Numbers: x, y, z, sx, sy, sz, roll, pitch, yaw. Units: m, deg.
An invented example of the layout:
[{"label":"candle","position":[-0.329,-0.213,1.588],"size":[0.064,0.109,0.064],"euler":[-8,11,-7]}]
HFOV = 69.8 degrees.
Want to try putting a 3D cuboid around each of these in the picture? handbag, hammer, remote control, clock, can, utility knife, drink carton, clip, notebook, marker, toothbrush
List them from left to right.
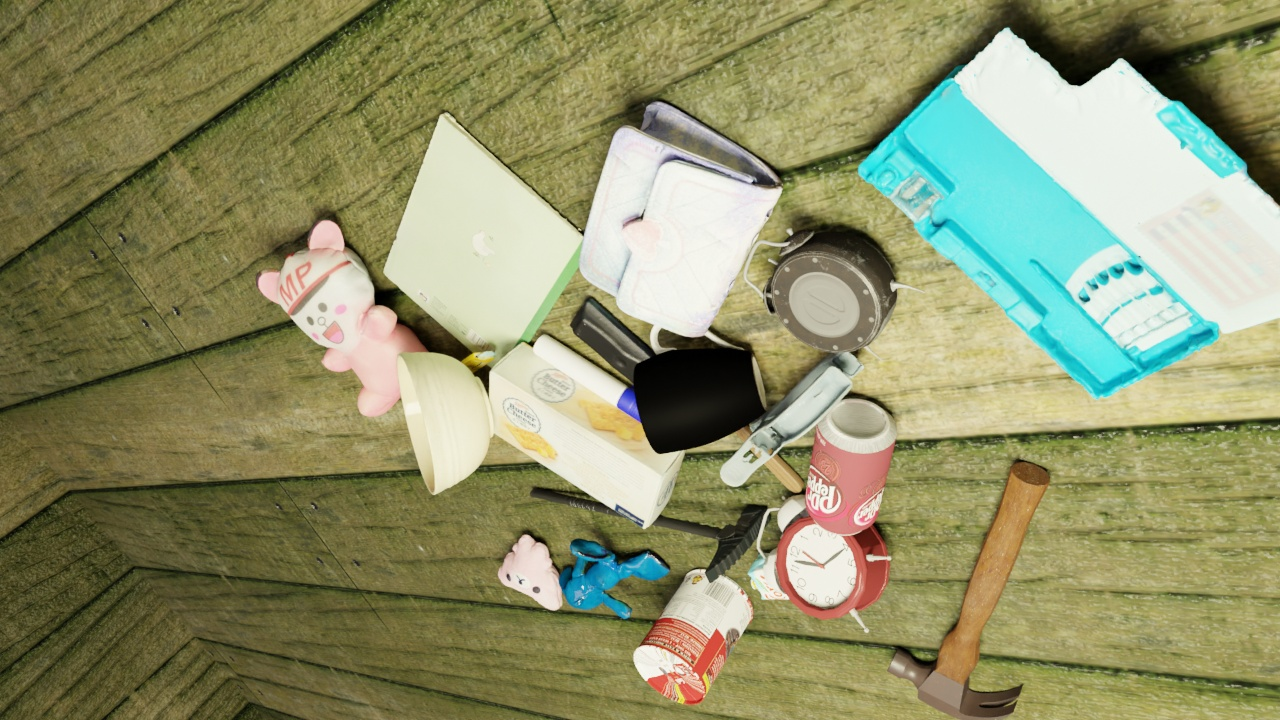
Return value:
[{"label":"utility knife","position":[-0.200,0.012,1.019],"size":[0.163,0.030,0.017],"euler":[-31,68,51]},{"label":"notebook","position":[-0.163,-0.100,0.915],"size":[0.182,0.010,0.253],"euler":[42,140,2]},{"label":"marker","position":[-0.046,0.016,0.910],"size":[0.133,0.027,0.023],"euler":[32,138,16]},{"label":"hammer","position":[-0.016,0.169,0.986],"size":[0.326,0.094,0.015],"euler":[3,127,44]},{"label":"remote control","position":[-0.005,0.005,0.869],"size":[0.150,0.022,0.047],"euler":[41,139,2]},{"label":"handbag","position":[0.026,-0.104,0.721],"size":[0.126,0.069,0.159],"euler":[33,136,9]},{"label":"can","position":[0.059,0.297,0.993],"size":[0.087,0.116,0.087],"euler":[21,135,23]},{"label":"toothbrush","position":[0.090,0.062,0.848],"size":[0.167,0.016,0.016],"euler":[45,140,-4]},{"label":"clip","position":[0.133,0.037,0.773],"size":[0.028,0.107,0.164],"euler":[43,135,2]},{"label":"drink carton","position":[0.166,0.212,0.895],"size":[0.129,0.038,0.044],"euler":[-11,117,42]},{"label":"clock","position":[0.163,0.180,0.833],"size":[0.138,0.048,0.096],"euler":[22,103,40]},{"label":"clock","position":[0.141,-0.055,0.687],"size":[0.123,0.043,0.091],"euler":[32,138,13]},{"label":"can","position":[0.174,0.090,0.768],"size":[0.063,0.063,0.114],"euler":[21,134,24]},{"label":"hammer","position":[0.297,0.211,0.799],"size":[0.115,0.033,0.324],"euler":[22,134,25]}]

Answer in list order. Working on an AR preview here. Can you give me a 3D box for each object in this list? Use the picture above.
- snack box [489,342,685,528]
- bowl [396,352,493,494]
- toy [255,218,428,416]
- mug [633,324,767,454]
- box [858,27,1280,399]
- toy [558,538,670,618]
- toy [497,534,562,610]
[{"label":"snack box","position":[-0.058,0.076,0.941],"size":[0.208,0.057,0.104],"euler":[30,142,14]},{"label":"bowl","position":[-0.198,0.057,0.954],"size":[0.151,0.075,0.150],"euler":[165,90,-70]},{"label":"toy","position":[-0.326,-0.044,1.034],"size":[0.142,0.084,0.213],"euler":[-30,107,36]},{"label":"mug","position":[0.051,0.014,0.794],"size":[0.100,0.085,0.118],"euler":[-14,76,13]},{"label":"box","position":[0.266,-0.092,0.549],"size":[0.227,0.056,0.186],"euler":[43,149,-1]},{"label":"toy","position":[-0.056,0.255,1.091],"size":[0.113,0.070,0.177],"euler":[38,140,-11]},{"label":"toy","position":[-0.140,0.266,1.176],"size":[0.099,0.052,0.096],"euler":[23,124,23]}]
